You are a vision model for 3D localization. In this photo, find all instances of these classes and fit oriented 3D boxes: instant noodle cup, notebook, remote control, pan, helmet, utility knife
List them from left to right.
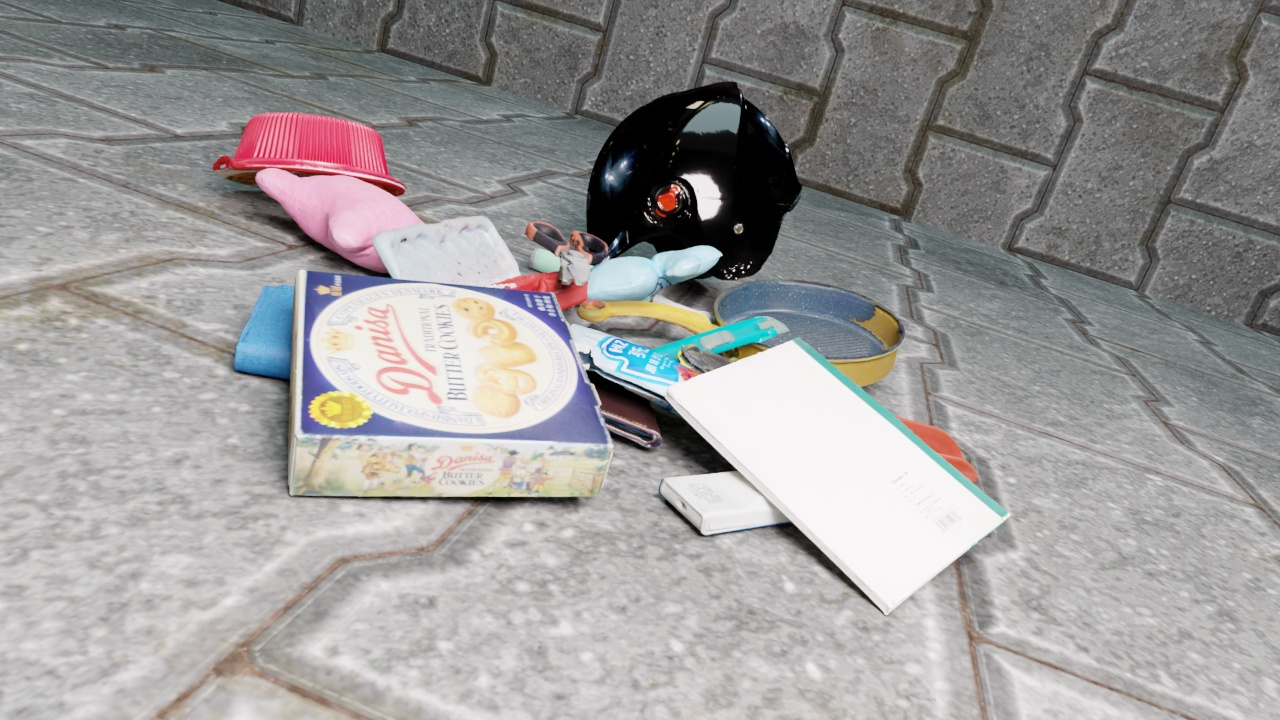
[{"bbox_3d":[-0.349,-0.219,0.980,0.194,0.066,0.194,3,3,0],"label":"instant noodle cup"},{"bbox_3d":[0.051,-0.200,1.089,0.274,0.230,0.233,-16,5,-5],"label":"helmet"},{"bbox_3d":[0.055,-0.012,0.828,0.179,0.013,0.029,-18,55,-21],"label":"utility knife"},{"bbox_3d":[0.102,-0.037,0.922,0.356,0.078,0.197,-8,29,-23],"label":"pan"},{"bbox_3d":[0.074,0.093,0.625,0.124,0.024,0.049,0,25,-39],"label":"remote control"},{"bbox_3d":[0.137,0.066,0.643,0.150,0.012,0.209,-20,52,-38],"label":"notebook"}]

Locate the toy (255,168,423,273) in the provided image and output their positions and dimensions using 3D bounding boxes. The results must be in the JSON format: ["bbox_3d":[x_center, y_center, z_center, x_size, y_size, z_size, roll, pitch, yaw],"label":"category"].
[{"bbox_3d":[-0.258,-0.128,0.896,0.195,0.075,0.178,33,13,27],"label":"toy"}]

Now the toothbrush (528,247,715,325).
[{"bbox_3d":[-0.019,-0.081,1.028,0.224,0.027,0.026,19,33,8],"label":"toothbrush"}]

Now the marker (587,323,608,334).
[{"bbox_3d":[-0.005,0.005,0.790,0.015,0.018,0.124,-27,53,-37],"label":"marker"}]

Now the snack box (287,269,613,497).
[{"bbox_3d":[-0.126,0.012,0.585,0.182,0.046,0.177,4,33,-22],"label":"snack box"}]

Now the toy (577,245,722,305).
[{"bbox_3d":[-0.006,-0.085,0.951,0.156,0.050,0.162,-17,8,-26],"label":"toy"}]

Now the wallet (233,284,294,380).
[{"bbox_3d":[-0.212,-0.013,0.661,0.133,0.040,0.106,12,28,-15],"label":"wallet"}]

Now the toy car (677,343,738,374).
[{"bbox_3d":[0.070,0.016,0.806,0.105,0.032,0.048,18,23,-45],"label":"toy car"}]

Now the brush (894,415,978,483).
[{"bbox_3d":[0.189,0.072,0.717,0.145,0.063,0.069,13,4,-12],"label":"brush"}]

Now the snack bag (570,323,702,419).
[{"bbox_3d":[0.025,0.022,0.711,0.191,0.039,0.110,27,20,1],"label":"snack bag"}]

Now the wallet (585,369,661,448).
[{"bbox_3d":[-0.035,0.022,0.710,0.096,0.020,0.122,21,14,-13],"label":"wallet"}]

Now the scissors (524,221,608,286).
[{"bbox_3d":[-0.078,-0.105,0.886,0.192,0.015,0.206,28,19,27],"label":"scissors"}]

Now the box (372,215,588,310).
[{"bbox_3d":[-0.142,-0.074,0.838,0.155,0.074,0.200,30,20,10],"label":"box"}]
